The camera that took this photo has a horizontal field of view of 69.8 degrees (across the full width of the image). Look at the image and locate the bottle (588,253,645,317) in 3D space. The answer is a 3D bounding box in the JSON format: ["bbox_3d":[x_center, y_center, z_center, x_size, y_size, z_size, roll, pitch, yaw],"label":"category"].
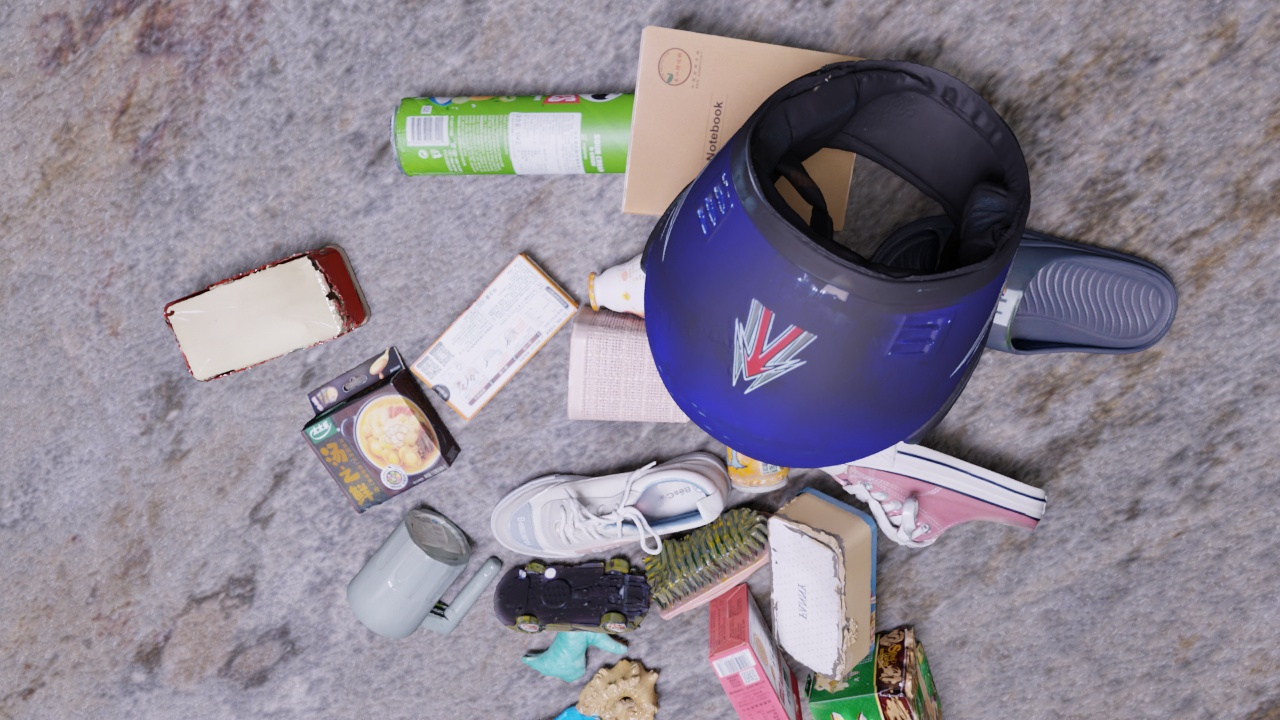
[{"bbox_3d":[0.009,-0.067,0.821,0.108,0.063,0.063,-5,105,8],"label":"bottle"}]

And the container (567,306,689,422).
[{"bbox_3d":[-0.005,0.005,0.832,0.111,0.090,0.090,4,106,2],"label":"container"}]

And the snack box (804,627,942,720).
[{"bbox_3d":[0.228,0.339,0.894,0.106,0.118,0.117,-15,103,23],"label":"snack box"}]

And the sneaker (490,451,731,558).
[{"bbox_3d":[-0.032,0.150,0.874,0.242,0.090,0.089,-14,103,11],"label":"sneaker"}]

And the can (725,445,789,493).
[{"bbox_3d":[0.103,0.044,0.844,0.058,0.058,0.146,-5,105,8],"label":"can"}]

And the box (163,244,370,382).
[{"bbox_3d":[-0.353,-0.041,0.863,0.168,0.080,0.091,-17,102,12],"label":"box"}]

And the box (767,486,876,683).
[{"bbox_3d":[0.167,0.203,0.846,0.090,0.059,0.184,25,129,41],"label":"box"}]

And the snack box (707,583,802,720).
[{"bbox_3d":[0.111,0.300,0.887,0.044,0.113,0.127,-25,101,11],"label":"snack box"}]

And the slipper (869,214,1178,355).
[{"bbox_3d":[0.328,-0.058,0.777,0.268,0.083,0.111,8,105,3],"label":"slipper"}]

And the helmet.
[{"bbox_3d":[0.139,-0.060,0.693,0.247,0.314,0.241,33,139,10],"label":"helmet"}]

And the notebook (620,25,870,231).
[{"bbox_3d":[0.091,-0.187,0.762,0.207,0.008,0.148,2,108,-19],"label":"notebook"}]

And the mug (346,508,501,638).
[{"bbox_3d":[-0.216,0.221,0.929,0.124,0.083,0.103,30,108,-30],"label":"mug"}]

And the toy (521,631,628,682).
[{"bbox_3d":[-0.065,0.298,0.952,0.096,0.030,0.092,23,109,-6],"label":"toy"}]

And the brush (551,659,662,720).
[{"bbox_3d":[-0.093,0.386,0.966,0.255,0.045,0.083,-22,107,7],"label":"brush"}]

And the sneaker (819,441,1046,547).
[{"bbox_3d":[0.244,0.123,0.829,0.241,0.118,0.088,18,86,-4],"label":"sneaker"}]

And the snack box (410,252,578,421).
[{"bbox_3d":[-0.136,-0.022,0.858,0.075,0.026,0.154,44,98,-9],"label":"snack box"}]

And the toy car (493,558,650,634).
[{"bbox_3d":[-0.069,0.238,0.917,0.158,0.070,0.042,-1,140,8],"label":"toy car"}]

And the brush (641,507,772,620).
[{"bbox_3d":[0.076,0.194,0.893,0.146,0.063,0.073,-32,129,12],"label":"brush"}]

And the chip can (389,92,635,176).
[{"bbox_3d":[-0.091,-0.195,0.792,0.236,0.072,0.072,1,106,7],"label":"chip can"}]

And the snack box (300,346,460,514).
[{"bbox_3d":[-0.260,0.070,0.903,0.113,0.053,0.125,-28,106,13],"label":"snack box"}]
